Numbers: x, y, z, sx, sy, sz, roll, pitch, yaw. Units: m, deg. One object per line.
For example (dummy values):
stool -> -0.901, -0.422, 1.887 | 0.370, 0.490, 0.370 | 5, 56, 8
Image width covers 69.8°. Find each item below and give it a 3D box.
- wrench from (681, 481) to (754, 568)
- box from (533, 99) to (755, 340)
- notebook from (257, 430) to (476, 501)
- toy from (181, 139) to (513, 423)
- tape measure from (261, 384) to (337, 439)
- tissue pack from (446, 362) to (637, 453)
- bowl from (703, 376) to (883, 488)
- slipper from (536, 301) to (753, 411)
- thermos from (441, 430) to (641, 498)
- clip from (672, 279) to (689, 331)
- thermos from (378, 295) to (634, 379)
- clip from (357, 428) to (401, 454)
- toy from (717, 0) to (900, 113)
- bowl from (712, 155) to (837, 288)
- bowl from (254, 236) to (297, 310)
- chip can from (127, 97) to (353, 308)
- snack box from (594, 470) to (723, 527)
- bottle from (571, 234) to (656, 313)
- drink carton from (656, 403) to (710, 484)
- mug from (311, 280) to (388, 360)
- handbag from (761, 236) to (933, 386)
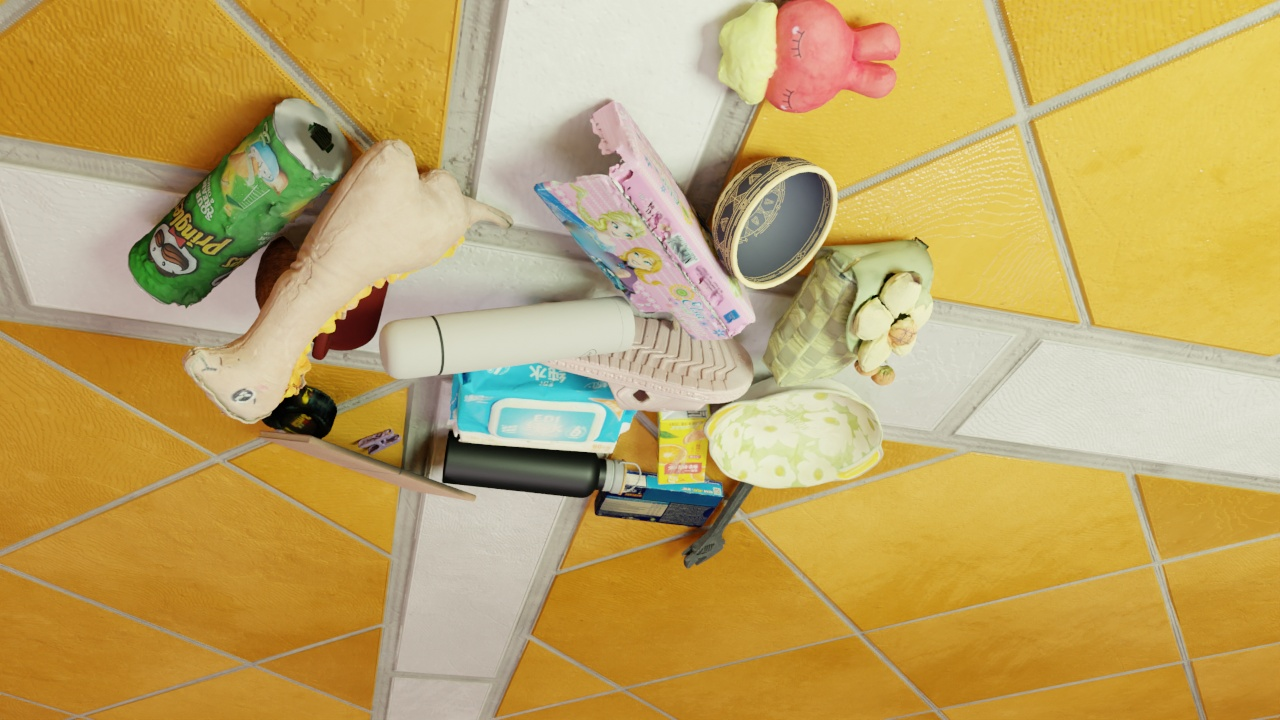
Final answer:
wrench -> 0.113, 0.202, 1.196 | 0.073, 0.018, 0.274 | -16, 148, -31
box -> 0.005, -0.098, 0.779 | 0.097, 0.085, 0.230 | -28, 135, 14
notebook -> -0.308, 0.120, 1.039 | 0.209, 0.008, 0.142 | 29, 160, -38
toy -> -0.235, -0.051, 0.752 | 0.196, 0.065, 0.264 | 24, 103, -50
tape measure -> -0.365, 0.056, 1.001 | 0.067, 0.038, 0.062 | -32, 125, 30
tissue pack -> -0.097, 0.043, 0.977 | 0.209, 0.066, 0.117 | 5, 142, -11
bowl -> 0.169, 0.070, 1.022 | 0.219, 0.060, 0.189 | 20, 137, -24
slipper -> -0.005, 0.005, 0.910 | 0.239, 0.094, 0.065 | 12, 134, -12
thermos -> -0.112, 0.126, 1.078 | 0.231, 0.061, 0.061 | 8, 140, -12
clip -> 0.051, -0.054, 0.894 | 0.043, 0.024, 0.061 | 0, 137, -2
thermos -> -0.115, -0.021, 0.809 | 0.223, 0.052, 0.052 | -8, 146, -27
clip -> -0.302, 0.096, 1.072 | 0.053, 0.013, 0.036 | -33, 133, 28
toy -> 0.123, -0.221, 0.674 | 0.135, 0.045, 0.092 | 6, 143, -1
bowl -> 0.103, -0.124, 0.771 | 0.112, 0.061, 0.113 | -25, 138, -25
bowl -> -0.319, -0.055, 0.805 | 0.026, 0.114, 0.102 | -10, 121, -34
chip can -> -0.329, -0.124, 0.752 | 0.224, 0.075, 0.075 | -29, 134, 29
snack box -> 0.023, 0.177, 1.172 | 0.150, 0.027, 0.082 | 9, 138, -16
bottle -> -0.013, -0.087, 0.837 | 0.040, 0.040, 0.130 | -22, 137, 22
drink carton -> 0.048, 0.093, 1.059 | 0.058, 0.042, 0.135 | -2, 141, -2
mug -> -0.270, -0.050, 0.819 | 0.073, 0.105, 0.083 | 19, 137, -11
handbag -> 0.197, -0.030, 0.847 | 0.113, 0.117, 0.187 | -12, 148, -32
